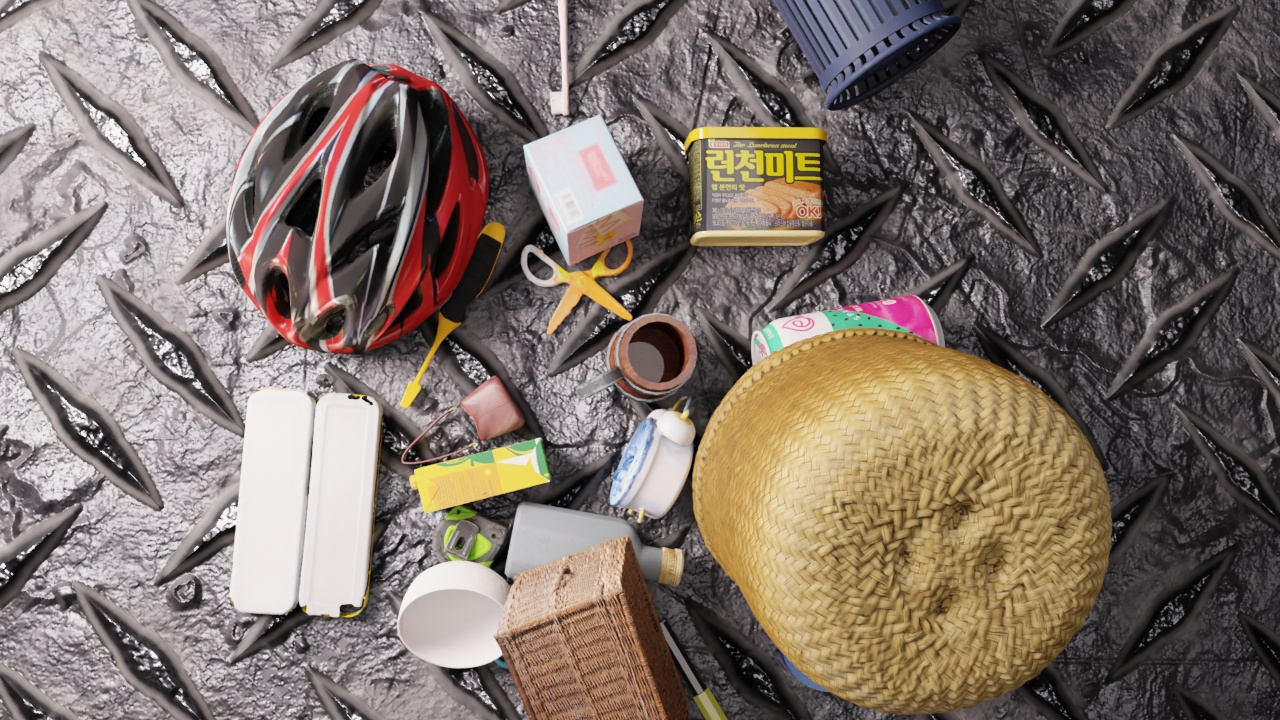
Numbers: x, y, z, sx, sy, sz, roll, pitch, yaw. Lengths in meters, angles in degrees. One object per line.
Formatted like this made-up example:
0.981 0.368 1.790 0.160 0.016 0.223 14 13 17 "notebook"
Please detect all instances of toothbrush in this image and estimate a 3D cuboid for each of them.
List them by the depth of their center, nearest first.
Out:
-0.179 -0.044 0.871 0.031 0.031 0.196 28 87 -13 "toothbrush"
-0.080 -0.331 0.905 0.018 0.016 0.181 0 87 1 "toothbrush"

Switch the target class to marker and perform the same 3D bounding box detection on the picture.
0.050 0.303 0.872 0.017 0.021 0.124 -31 86 -7 "marker"

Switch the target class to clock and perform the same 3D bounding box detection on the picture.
0.016 0.087 0.849 0.052 0.089 0.125 25 86 -8 "clock"

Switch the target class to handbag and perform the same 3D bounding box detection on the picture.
-0.173 0.066 0.869 0.119 0.029 0.055 -30 87 0 "handbag"

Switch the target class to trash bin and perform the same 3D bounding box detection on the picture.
0.177 -0.383 0.869 0.139 0.139 0.249 -29 87 -6 "trash bin"

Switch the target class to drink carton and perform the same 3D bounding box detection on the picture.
-0.147 0.106 0.849 0.122 0.058 0.041 -13 87 -5 "drink carton"

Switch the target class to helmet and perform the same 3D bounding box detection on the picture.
-0.260 -0.133 0.817 0.217 0.167 0.272 27 97 5 "helmet"

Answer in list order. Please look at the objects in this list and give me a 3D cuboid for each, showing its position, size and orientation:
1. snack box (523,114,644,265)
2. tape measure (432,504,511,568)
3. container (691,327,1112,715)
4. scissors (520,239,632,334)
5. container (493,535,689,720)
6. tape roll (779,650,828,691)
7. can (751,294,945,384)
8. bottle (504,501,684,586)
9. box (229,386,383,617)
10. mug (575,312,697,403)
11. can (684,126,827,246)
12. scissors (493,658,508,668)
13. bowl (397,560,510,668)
-0.052 -0.156 0.850 0.079 0.095 0.093 -25 80 -8 "snack box"
-0.161 0.169 0.855 0.065 0.036 0.058 22 86 -4 "tape measure"
0.212 0.128 0.756 0.307 0.196 0.307 -1 100 -7 "container"
-0.058 -0.079 0.892 0.128 0.011 0.125 33 83 0 "scissors"
-0.036 0.268 0.793 0.113 0.113 0.198 -18 102 6 "container"
0.181 0.272 0.885 0.093 0.016 0.091 34 84 -2 "tape roll"
0.195 -0.007 0.869 0.166 0.088 0.088 -10 87 -5 "can"
-0.041 0.181 0.859 0.161 0.046 0.072 11 86 -4 "bottle"
-0.311 0.132 0.854 0.127 0.023 0.209 4 87 -6 "box"
-0.005 0.005 0.840 0.117 0.111 0.081 -27 89 -6 "mug"
0.110 -0.165 0.882 0.131 0.072 0.101 -1 89 -5 "can"
-0.085 0.292 0.865 0.137 0.015 0.056 41 82 1 "scissors"
-0.163 0.224 0.830 0.105 0.054 0.105 -1 123 -2 "bowl"
